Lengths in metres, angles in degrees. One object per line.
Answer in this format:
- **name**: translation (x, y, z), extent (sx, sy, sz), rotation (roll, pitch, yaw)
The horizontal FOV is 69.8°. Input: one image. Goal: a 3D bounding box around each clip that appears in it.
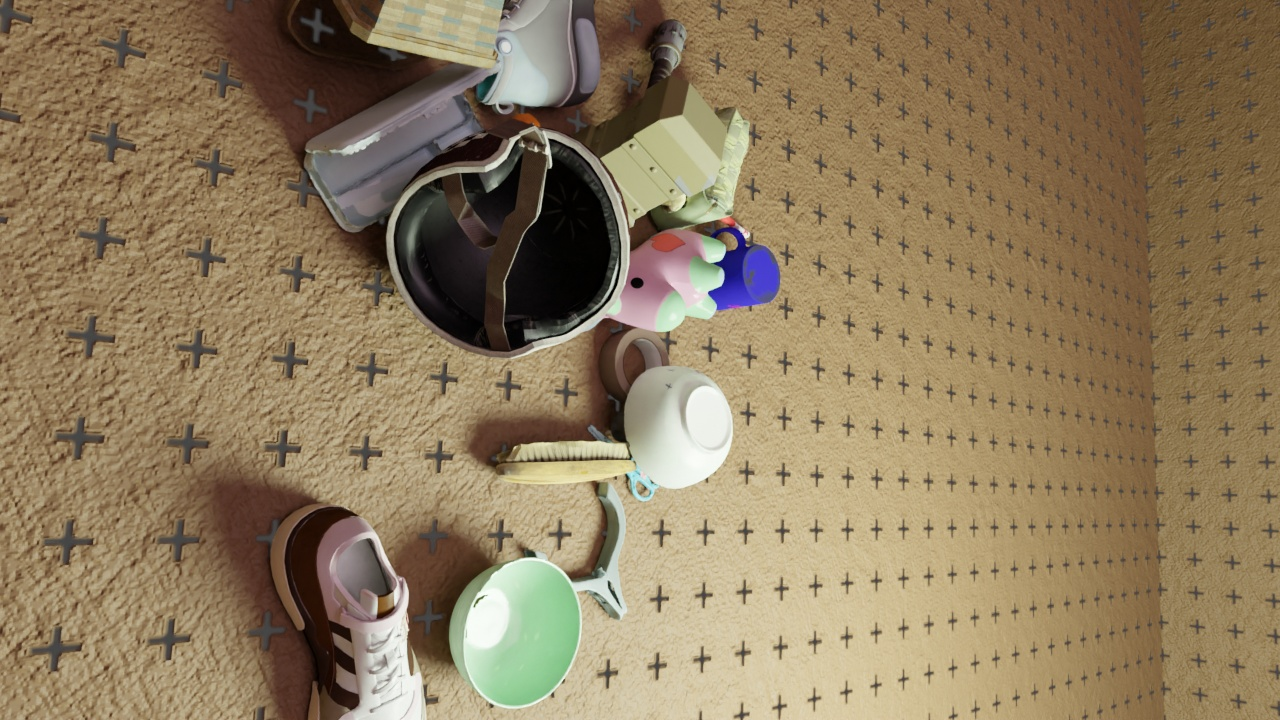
- **clip**: translation (-0.078, 0.232, 1.066), extent (0.164, 0.031, 0.169), rotation (-3, 87, -41)

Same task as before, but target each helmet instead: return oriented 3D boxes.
- **helmet**: translation (-0.126, -0.124, 0.901), extent (0.252, 0.234, 0.233), rotation (-44, 127, -53)

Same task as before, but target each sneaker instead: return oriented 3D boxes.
- **sneaker**: translation (-0.134, -0.410, 1.018), extent (0.160, 0.093, 0.257), rotation (-17, 109, -33)
- **sneaker**: translation (-0.243, 0.274, 0.844), extent (0.111, 0.117, 0.294), rotation (-16, 97, -43)

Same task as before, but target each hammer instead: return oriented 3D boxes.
- **hammer**: translation (0.018, -0.323, 1.134), extent (0.100, 0.191, 0.323), rotation (42, 42, -32)

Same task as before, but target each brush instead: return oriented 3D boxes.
- **brush**: translation (-0.082, 0.116, 1.049), extent (0.195, 0.059, 0.043), rotation (4, 73, -42)

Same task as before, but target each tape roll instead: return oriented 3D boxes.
- **tape roll**: translation (-0.007, 0.007, 1.149), extent (0.093, 0.030, 0.093), rotation (5, 83, -43)

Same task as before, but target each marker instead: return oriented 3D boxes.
- **marker**: translation (0.130, -0.186, 1.268), extent (0.142, 0.013, 0.013), rotation (10, 78, -69)

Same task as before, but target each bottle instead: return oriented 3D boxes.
- **bottle**: translation (0.014, 0.086, 1.154), extent (0.129, 0.040, 0.040), rotation (6, 82, -43)

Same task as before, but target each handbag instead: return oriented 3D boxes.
- **handbag**: translation (0.068, -0.257, 1.193), extent (0.117, 0.113, 0.186), rotation (35, 61, -33)

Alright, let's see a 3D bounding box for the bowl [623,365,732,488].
- **bowl**: translation (0.058, 0.076, 1.118), extent (0.153, 0.073, 0.153), rotation (14, 69, -40)

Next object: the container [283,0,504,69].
- **container**: translation (-0.244, -0.365, 0.874), extent (0.157, 0.187, 0.250), rotation (-3, 50, -43)

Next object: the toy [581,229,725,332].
- **toy**: translation (0.015, -0.107, 1.131), extent (0.221, 0.171, 0.120), rotation (-79, -179, -55)

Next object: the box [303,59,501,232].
- **box**: translation (-0.227, -0.214, 0.927), extent (0.210, 0.130, 0.105), rotation (-42, 123, -31)

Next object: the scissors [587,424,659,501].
- **scissors**: translation (-0.022, 0.123, 1.141), extent (0.136, 0.015, 0.055), rotation (44, 57, -24)

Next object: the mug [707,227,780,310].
- **mug**: translation (0.129, -0.127, 1.252), extent (0.079, 0.084, 0.111), rotation (-27, 104, -41)

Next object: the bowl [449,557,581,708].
- **bowl**: translation (-0.142, 0.281, 0.965), extent (0.150, 0.077, 0.151), rotation (5, 83, -43)

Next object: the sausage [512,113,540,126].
- **sausage**: translation (-0.125, -0.197, 1.046), extent (0.039, 0.045, 0.164), rotation (-17, 101, -53)
